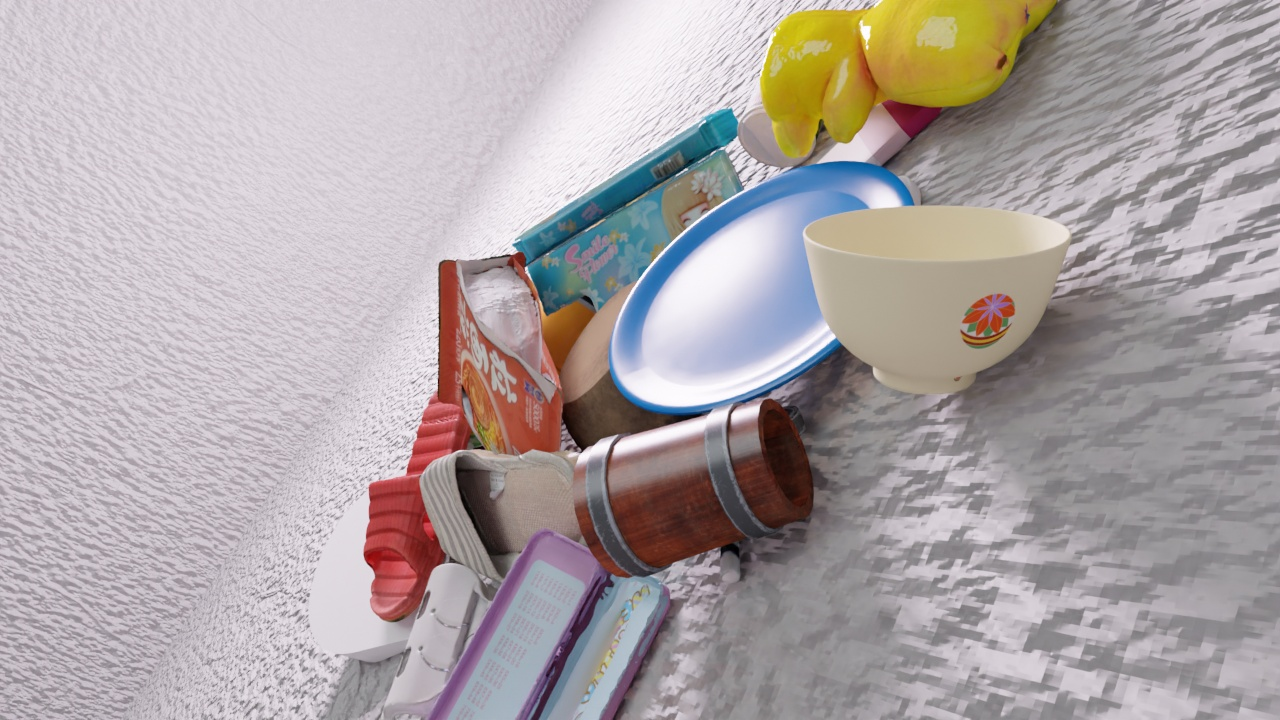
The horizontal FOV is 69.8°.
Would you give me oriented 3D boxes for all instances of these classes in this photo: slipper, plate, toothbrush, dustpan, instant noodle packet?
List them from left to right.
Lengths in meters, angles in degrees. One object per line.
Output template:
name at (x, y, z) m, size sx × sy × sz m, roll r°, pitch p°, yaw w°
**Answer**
dustpan at (-0.255, 0.216, 0.966) m, size 0.259 × 0.053 × 0.191 m, roll -24°, pitch 49°, yaw 37°
slipper at (-0.226, 0.128, 0.898) m, size 0.104 × 0.059 × 0.248 m, roll -17°, pitch 52°, yaw 41°
slipper at (-0.116, 0.121, 0.740) m, size 0.053 × 0.114 × 0.273 m, roll -24°, pitch 8°, yaw -38°
instant noodle packet at (-0.106, 0.030, 0.790) m, size 0.221 × 0.083 × 0.165 m, roll 53°, pitch 143°, yaw 45°
toothbrush at (0.054, 0.068, 0.582) m, size 0.017 × 0.012 × 0.186 m, roll -57°, pitch 16°, yaw 33°
plate at (0.077, -0.047, 0.605) m, size 0.225 × 0.024 × 0.223 m, roll -28°, pitch 34°, yaw 20°

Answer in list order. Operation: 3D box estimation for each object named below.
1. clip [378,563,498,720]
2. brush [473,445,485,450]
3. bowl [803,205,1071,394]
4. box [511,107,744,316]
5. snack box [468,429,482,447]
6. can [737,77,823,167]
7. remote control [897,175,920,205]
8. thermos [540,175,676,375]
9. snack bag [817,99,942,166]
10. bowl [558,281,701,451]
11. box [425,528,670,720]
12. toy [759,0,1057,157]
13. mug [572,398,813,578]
clip at (-0.142, 0.213, 0.695) m, size 0.152 × 0.105 × 0.126 m, roll -50°, pitch 21°, yaw 43°
brush at (-0.213, 0.113, 1.059) m, size 0.174 × 0.042 × 0.082 m, roll -11°, pitch 47°, yaw 62°
bowl at (0.137, -0.026, 0.439) m, size 0.118 × 0.118 × 0.074 m, roll -119°, pitch 24°, yaw -68°
box at (-0.010, -0.131, 0.827) m, size 0.228 × 0.086 × 0.168 m, roll -27°, pitch 45°, yaw 26°
snack box at (-0.161, 0.024, 0.997) m, size 0.132 × 0.027 × 0.167 m, roll -18°, pitch 39°, yaw 40°
can at (0.132, -0.231, 0.799) m, size 0.067 × 0.067 × 0.120 m, roll -27°, pitch 34°, yaw 52°
remote control at (0.154, -0.068, 0.571) m, size 0.043 × 0.013 × 0.136 m, roll -36°, pitch 27°, yaw 41°
thermos at (-0.040, -0.095, 0.946) m, size 0.091 × 0.076 × 0.232 m, roll 23°, pitch 78°, yaw 48°
snack bag at (0.149, -0.139, 0.687) m, size 0.197 × 0.016 × 0.070 m, roll -43°, pitch 23°, yaw 23°
bowl at (-0.004, 0.004, 0.725) m, size 0.162 × 0.070 × 0.162 m, roll -45°, pitch 22°, yaw 24°
box at (-0.070, 0.219, 0.575) m, size 0.151 × 0.040 × 0.214 m, roll 9°, pitch 65°, yaw 54°
toy at (0.172, -0.217, 0.627) m, size 0.194 × 0.087 × 0.134 m, roll -1°, pitch 42°, yaw 50°
mug at (0.037, 0.063, 0.522) m, size 0.111 × 0.081 × 0.117 m, roll -21°, pitch 10°, yaw 27°
